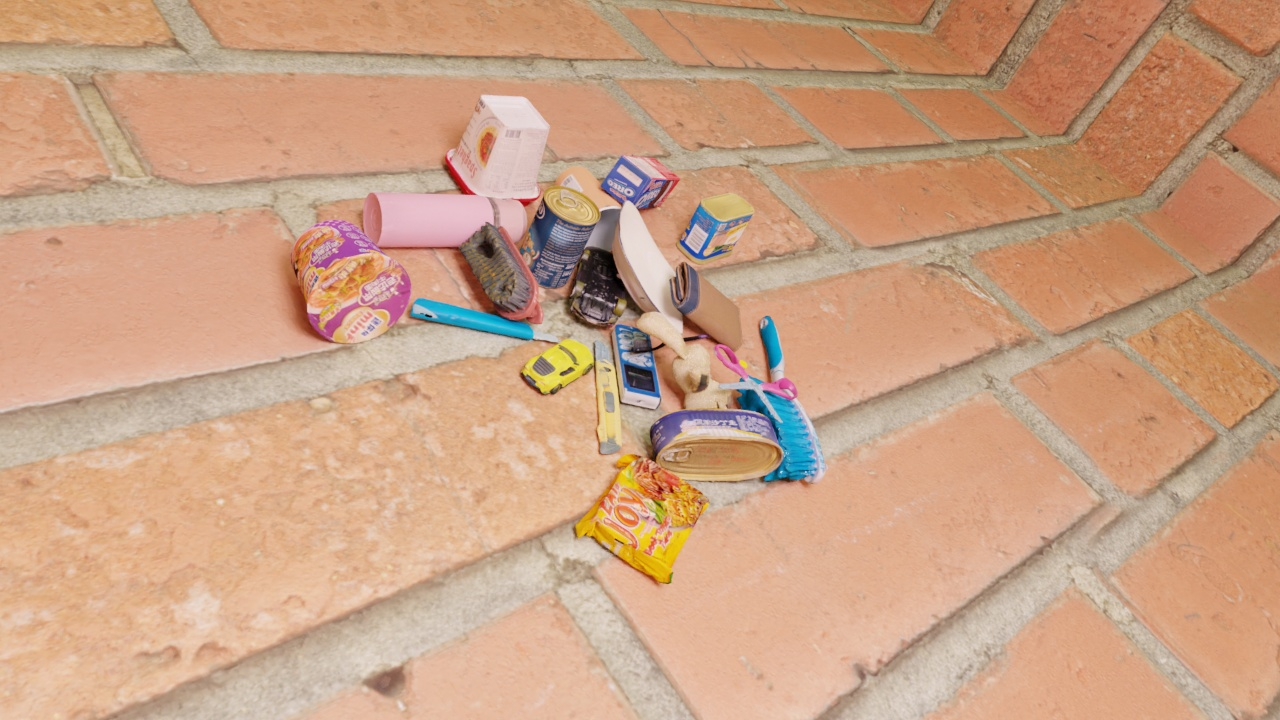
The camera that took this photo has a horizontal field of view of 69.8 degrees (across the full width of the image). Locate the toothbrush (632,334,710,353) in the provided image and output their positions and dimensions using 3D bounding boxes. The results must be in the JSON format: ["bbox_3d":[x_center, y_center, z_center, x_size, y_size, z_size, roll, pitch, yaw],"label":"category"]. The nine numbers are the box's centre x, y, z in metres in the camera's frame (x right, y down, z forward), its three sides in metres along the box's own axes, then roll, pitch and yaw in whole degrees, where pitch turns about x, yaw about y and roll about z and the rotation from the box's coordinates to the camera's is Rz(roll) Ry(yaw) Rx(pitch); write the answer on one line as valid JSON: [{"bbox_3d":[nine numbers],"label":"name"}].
[{"bbox_3d":[0.045,-0.027,1.167,0.188,0.014,0.016,-12,85,-54],"label":"toothbrush"}]

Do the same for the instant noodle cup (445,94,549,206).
[{"bbox_3d":[-0.188,-0.287,1.250,0.116,0.124,0.116,-10,53,-40],"label":"instant noodle cup"}]

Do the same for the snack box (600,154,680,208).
[{"bbox_3d":[0.002,-0.260,1.335,0.058,0.057,0.207,40,17,4],"label":"snack box"}]

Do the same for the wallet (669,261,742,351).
[{"bbox_3d":[0.090,-0.072,1.230,0.115,0.033,0.090,35,34,-28],"label":"wallet"}]

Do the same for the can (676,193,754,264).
[{"bbox_3d":[0.113,-0.199,1.372,0.057,0.083,0.101,46,41,20],"label":"can"}]

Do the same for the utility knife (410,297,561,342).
[{"bbox_3d":[-0.177,-0.043,1.070,0.182,0.018,0.034,12,24,-22],"label":"utility knife"}]

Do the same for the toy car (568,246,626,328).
[{"bbox_3d":[-0.053,-0.097,1.188,0.070,0.042,0.157,23,35,-10],"label":"toy car"}]

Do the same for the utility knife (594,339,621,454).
[{"bbox_3d":[-0.041,0.041,1.068,0.031,0.019,0.183,18,34,-23],"label":"utility knife"}]

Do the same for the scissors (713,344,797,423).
[{"bbox_3d":[0.136,0.027,1.094,0.133,0.017,0.133,4,40,-39],"label":"scissors"}]

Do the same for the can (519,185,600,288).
[{"bbox_3d":[-0.106,-0.154,1.164,0.075,0.111,0.075,19,38,-15],"label":"can"}]

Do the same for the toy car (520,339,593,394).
[{"bbox_3d":[-0.092,0.002,1.061,0.048,0.032,0.105,40,38,14],"label":"toy car"}]

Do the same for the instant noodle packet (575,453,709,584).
[{"bbox_3d":[0.004,0.158,0.938,0.111,0.044,0.128,29,38,7],"label":"instant noodle packet"}]

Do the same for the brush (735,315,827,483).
[{"bbox_3d":[0.167,0.036,1.173,0.109,0.061,0.314,13,38,-28],"label":"brush"}]

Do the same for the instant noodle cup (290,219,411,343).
[{"bbox_3d":[-0.313,-0.091,0.973,0.111,0.112,0.099,-8,43,-37],"label":"instant noodle cup"}]

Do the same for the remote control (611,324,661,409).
[{"bbox_3d":[-0.007,0.007,1.115,0.049,0.024,0.124,13,40,-20],"label":"remote control"}]

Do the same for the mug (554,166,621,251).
[{"bbox_3d":[-0.073,-0.216,1.288,0.078,0.078,0.122,-2,42,-33],"label":"mug"}]

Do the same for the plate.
[{"bbox_3d":[0.005,-0.118,1.206,0.164,0.034,0.163,57,20,-25],"label":"plate"}]

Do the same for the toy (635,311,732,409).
[{"bbox_3d":[0.052,0.006,1.095,0.157,0.066,0.105,53,2,-5],"label":"toy"}]

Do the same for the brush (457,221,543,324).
[{"bbox_3d":[-0.160,-0.099,1.103,0.069,0.063,0.145,40,12,-50],"label":"brush"}]

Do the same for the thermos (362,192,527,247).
[{"bbox_3d":[-0.244,-0.177,1.147,0.198,0.067,0.087,-7,21,-37],"label":"thermos"}]

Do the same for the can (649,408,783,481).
[{"bbox_3d":[0.084,0.094,1.028,0.148,0.075,0.049,2,43,-16],"label":"can"}]
